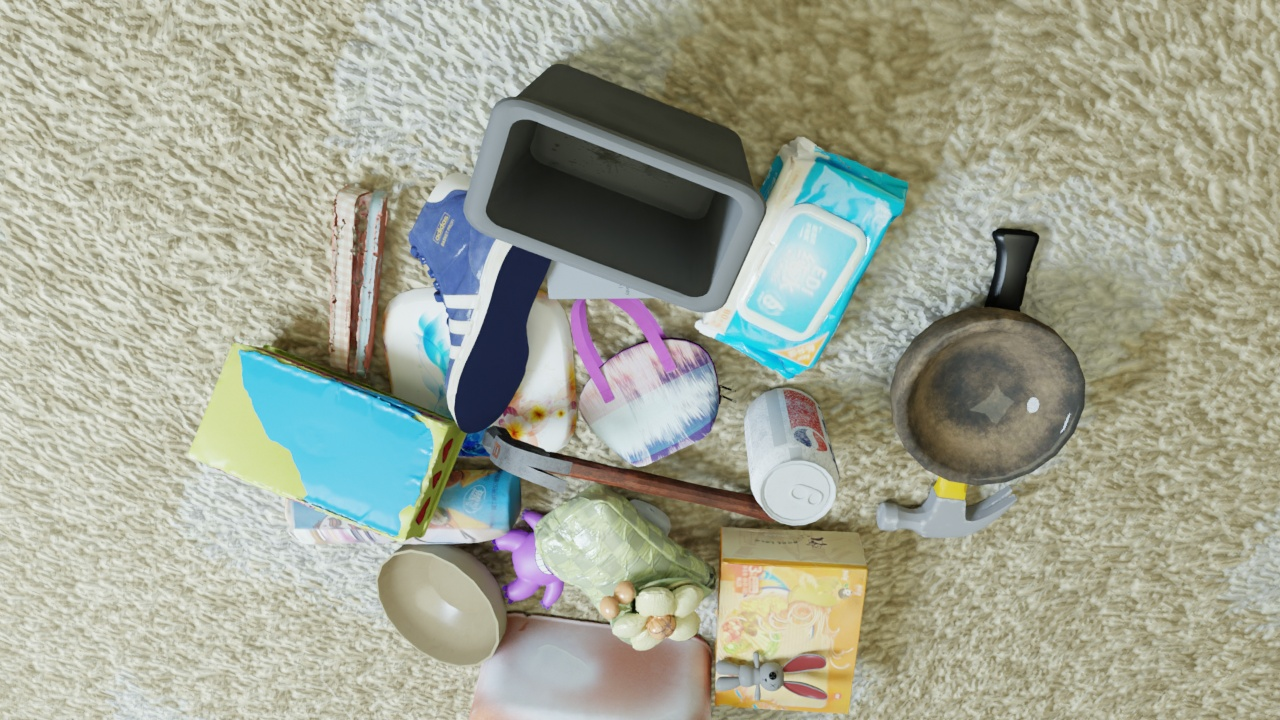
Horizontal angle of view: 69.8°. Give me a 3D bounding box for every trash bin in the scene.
[{"bbox_3d":[-0.053,0.406,1.001,0.260,0.157,0.182,7,115,-1],"label":"trash bin"},{"bbox_3d":[-0.013,-0.144,0.709,0.192,0.219,0.098,20,114,-6],"label":"trash bin"}]

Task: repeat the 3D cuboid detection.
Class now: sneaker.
[{"bbox_3d":[-0.161,-0.054,0.821,0.118,0.091,0.234,40,132,23],"label":"sneaker"}]

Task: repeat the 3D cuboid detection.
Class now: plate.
[{"bbox_3d":[-0.159,0.018,0.904,0.187,0.016,0.187,-1,115,4],"label":"plate"}]

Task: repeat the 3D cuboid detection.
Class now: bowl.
[{"bbox_3d":[0.303,0.026,0.823,0.162,0.070,0.162,1,113,3],"label":"bowl"},{"bbox_3d":[-0.205,0.251,0.982,0.152,0.050,0.152,11,119,20],"label":"bowl"}]

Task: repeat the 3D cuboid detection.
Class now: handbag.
[{"bbox_3d":[-0.017,0.212,0.896,0.186,0.116,0.113,41,104,-19],"label":"handbag"},{"bbox_3d":[-0.005,0.005,0.870,0.145,0.068,0.170,-27,104,16],"label":"handbag"}]

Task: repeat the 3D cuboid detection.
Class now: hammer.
[{"bbox_3d":[0.003,0.118,0.886,0.300,0.111,0.028,15,93,-22],"label":"hammer"},{"bbox_3d":[0.322,0.032,0.878,0.127,0.029,0.324,7,114,0],"label":"hammer"}]

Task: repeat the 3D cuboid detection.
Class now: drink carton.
[{"bbox_3d":[-0.017,-0.088,0.818,0.125,0.076,0.048,0,115,8],"label":"drink carton"}]

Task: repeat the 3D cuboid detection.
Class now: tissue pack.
[{"bbox_3d":[0.137,-0.084,0.815,0.117,0.066,0.210,23,116,-7],"label":"tissue pack"}]

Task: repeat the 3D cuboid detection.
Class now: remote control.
[{"bbox_3d":[-0.016,0.200,0.973,0.060,0.028,0.114,28,111,-12],"label":"remote control"}]

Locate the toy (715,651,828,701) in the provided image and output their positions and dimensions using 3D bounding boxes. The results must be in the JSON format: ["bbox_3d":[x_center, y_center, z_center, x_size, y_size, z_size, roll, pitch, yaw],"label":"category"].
[{"bbox_3d":[0.132,0.320,0.929,0.112,0.030,0.049,-2,87,10],"label":"toy"}]

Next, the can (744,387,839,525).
[{"bbox_3d":[0.139,0.087,0.852,0.078,0.136,0.078,1,115,3],"label":"can"}]

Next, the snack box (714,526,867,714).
[{"bbox_3d":[0.151,0.269,0.966,0.145,0.080,0.195,2,116,4],"label":"snack box"}]

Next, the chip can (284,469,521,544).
[{"bbox_3d":[-0.240,0.149,0.939,0.229,0.079,0.080,0,115,4],"label":"chip can"}]

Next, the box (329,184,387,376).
[{"bbox_3d":[-0.269,-0.071,0.855,0.057,0.060,0.187,-8,121,-37],"label":"box"}]

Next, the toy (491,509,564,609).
[{"bbox_3d":[-0.100,0.206,0.966,0.088,0.056,0.106,-15,83,12],"label":"toy"}]

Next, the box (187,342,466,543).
[{"bbox_3d":[-0.288,0.076,0.862,0.221,0.082,0.124,19,88,2],"label":"box"}]
